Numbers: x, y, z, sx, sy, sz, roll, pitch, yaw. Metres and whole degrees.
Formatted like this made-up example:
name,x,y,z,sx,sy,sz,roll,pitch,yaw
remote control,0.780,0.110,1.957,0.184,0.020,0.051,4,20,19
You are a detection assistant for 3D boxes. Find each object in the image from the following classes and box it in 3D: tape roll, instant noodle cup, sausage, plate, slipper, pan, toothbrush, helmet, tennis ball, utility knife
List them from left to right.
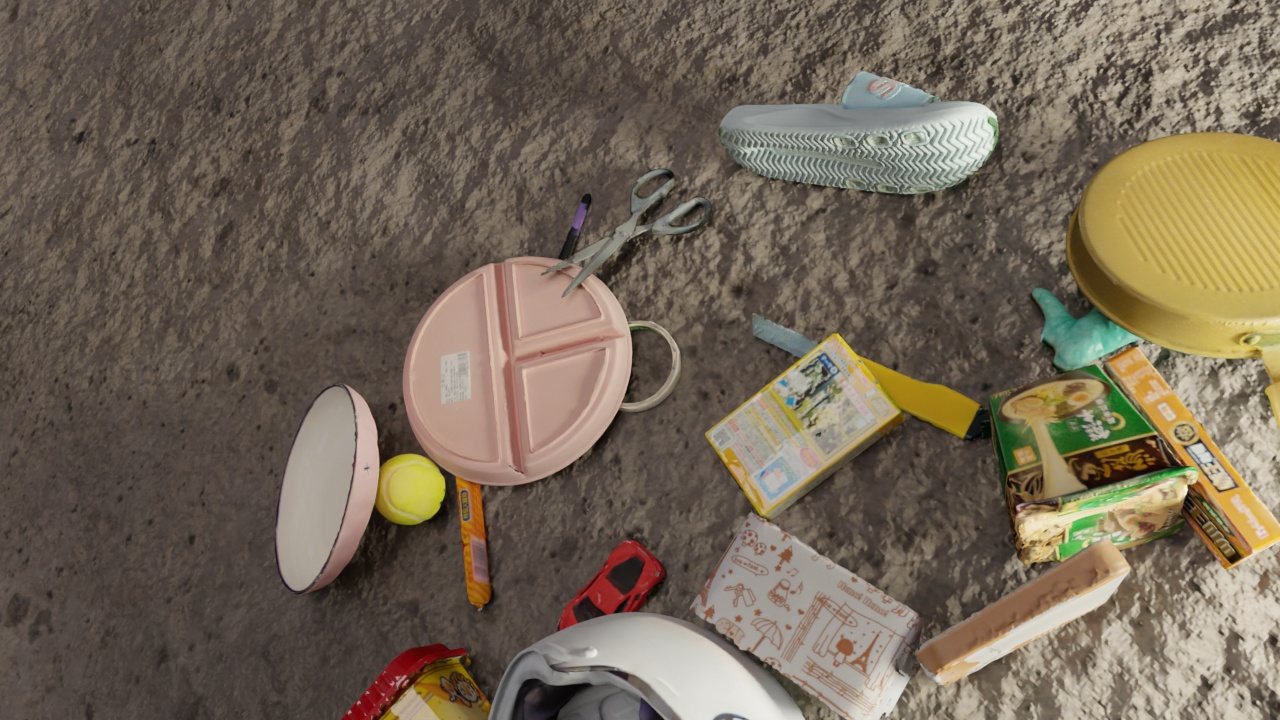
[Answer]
name,x,y,z,sx,sy,sz,roll,pitch,yaw
plate,-0.283,0.118,0.843,0.193,0.039,0.192,-25,58,47
tennis ball,-0.212,0.118,0.839,0.065,0.065,0.065,-7,67,17
instant noodle cup,-0.161,0.306,0.728,0.123,0.116,0.116,41,86,16
sausage,-0.153,0.145,0.832,0.021,0.021,0.165,-17,65,12
plate,-0.121,0.002,0.852,0.230,0.028,0.229,-6,68,15
toothbrush,-0.082,-0.084,0.901,0.014,0.017,0.188,15,73,13
tape roll,-0.005,0.005,0.839,0.086,0.014,0.085,-7,67,17
helmet,0.028,0.273,0.603,0.259,0.145,0.230,32,122,20
slipper,0.188,-0.203,0.807,0.246,0.104,0.074,9,71,29
utility knife,0.187,0.010,0.768,0.223,0.015,0.033,27,81,26
pan,0.438,-0.018,0.650,0.198,0.078,0.356,-12,53,7

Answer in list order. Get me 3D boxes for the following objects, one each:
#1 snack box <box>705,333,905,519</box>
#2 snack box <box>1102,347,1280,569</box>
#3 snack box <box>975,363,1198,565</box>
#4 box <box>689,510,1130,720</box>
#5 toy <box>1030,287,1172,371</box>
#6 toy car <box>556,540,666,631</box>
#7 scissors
name,x,y,z,sx,sy,sz,roll,pitch,yaw
snack box,0.133,0.054,0.751,0.140,0.033,0.087,-40,65,11
snack box,0.378,0.068,0.644,0.026,0.075,0.153,-29,63,5
snack box,0.309,0.071,0.654,0.118,0.118,0.105,-18,55,12
box,0.178,0.178,0.614,0.270,0.179,0.136,-4,68,19
toy,0.354,-0.029,0.717,0.092,0.030,0.096,-28,60,3
toy car,-0.027,0.200,0.762,0.049,0.031,0.106,40,88,29
scissors,-0.014,-0.124,0.871,0.164,0.014,0.164,-2,59,7
